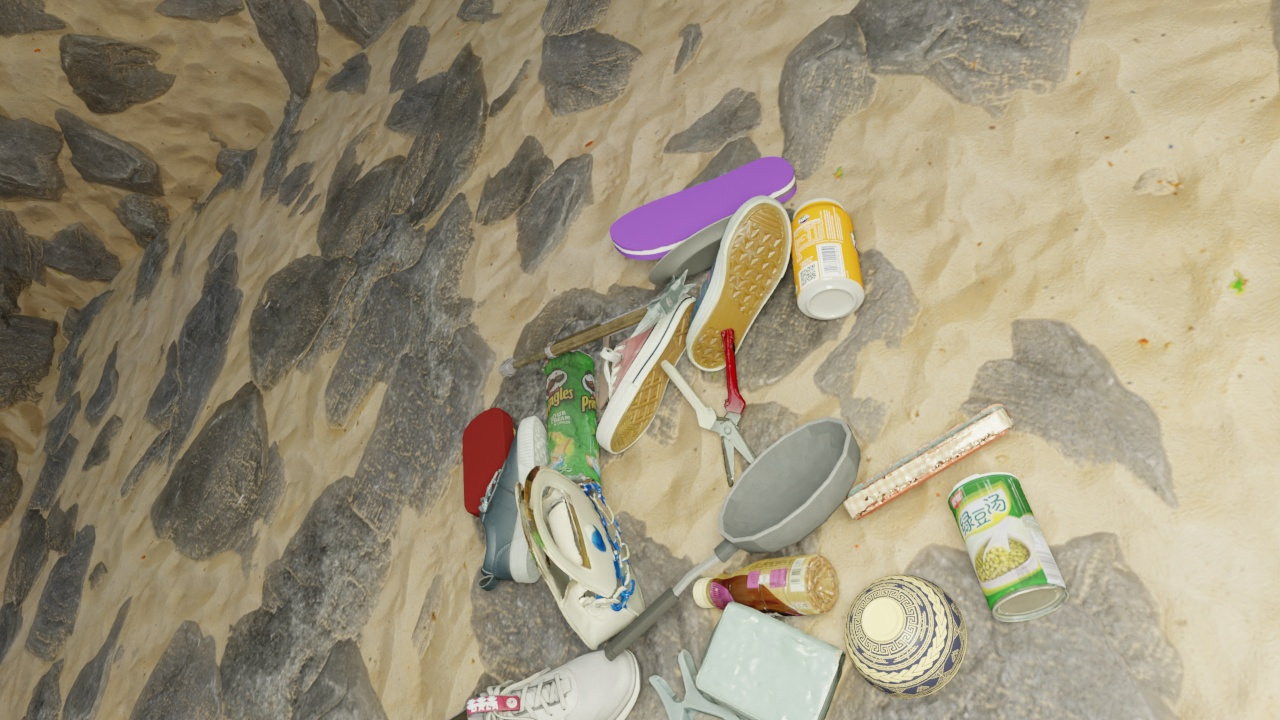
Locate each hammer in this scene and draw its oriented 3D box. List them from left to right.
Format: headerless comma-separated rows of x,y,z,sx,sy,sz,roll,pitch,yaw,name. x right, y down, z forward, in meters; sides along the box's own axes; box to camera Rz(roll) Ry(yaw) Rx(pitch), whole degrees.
-0.082,-0.027,1.229,0.318,0.028,0.146,-21,19,38,hammer

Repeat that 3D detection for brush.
-0.216,0.152,1.346,0.082,0.042,0.173,-32,45,21,brush
-0.045,0.007,1.312,0.135,0.015,0.050,-92,23,-47,brush

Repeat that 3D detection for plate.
0.092,-0.144,1.208,0.179,0.178,0.012,-32,79,20,plate

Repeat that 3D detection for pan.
0.098,0.198,0.979,0.357,0.041,0.178,-43,12,3,pan

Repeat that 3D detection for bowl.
0.237,0.250,0.854,0.113,0.061,0.112,-23,48,28,bowl

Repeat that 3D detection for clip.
0.042,0.399,0.948,0.141,0.029,0.171,-48,41,2,clip

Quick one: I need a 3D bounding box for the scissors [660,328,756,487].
0.092,0.049,1.124,0.179,0.015,0.193,17,84,31,scissors

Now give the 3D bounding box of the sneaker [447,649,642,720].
-0.123,0.390,1.027,0.263,0.128,0.096,-33,47,14,sneaker

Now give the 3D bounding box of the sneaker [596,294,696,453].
-0.007,0.007,1.222,0.088,0.118,0.240,20,69,26,sneaker

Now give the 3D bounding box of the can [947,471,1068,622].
0.329,0.166,0.829,0.067,0.067,0.120,-29,46,23,can

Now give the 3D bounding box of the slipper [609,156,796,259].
0.097,-0.189,1.292,0.266,0.084,0.107,-25,43,-2,slipper

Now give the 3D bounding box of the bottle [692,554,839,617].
0.125,0.240,0.966,0.166,0.059,0.059,-18,50,43,bottle

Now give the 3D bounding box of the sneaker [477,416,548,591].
-0.171,0.189,1.231,0.087,0.089,0.235,-4,62,15,sneaker

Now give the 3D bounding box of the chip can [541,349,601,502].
-0.095,0.090,1.259,0.076,0.075,0.222,-28,46,24,chip can

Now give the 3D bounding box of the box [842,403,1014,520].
0.289,0.102,0.922,0.187,0.083,0.043,-34,74,16,box

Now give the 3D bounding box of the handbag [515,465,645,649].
-0.073,0.212,1.055,0.093,0.199,0.200,-31,45,3,handbag

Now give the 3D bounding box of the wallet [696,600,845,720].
0.129,0.308,0.906,0.132,0.054,0.100,18,80,34,wallet

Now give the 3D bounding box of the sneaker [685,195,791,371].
0.121,-0.101,1.169,0.079,0.087,0.236,-102,31,-64,sneaker

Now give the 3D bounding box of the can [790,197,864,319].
0.226,-0.124,1.122,0.079,0.079,0.142,-22,49,29,can
